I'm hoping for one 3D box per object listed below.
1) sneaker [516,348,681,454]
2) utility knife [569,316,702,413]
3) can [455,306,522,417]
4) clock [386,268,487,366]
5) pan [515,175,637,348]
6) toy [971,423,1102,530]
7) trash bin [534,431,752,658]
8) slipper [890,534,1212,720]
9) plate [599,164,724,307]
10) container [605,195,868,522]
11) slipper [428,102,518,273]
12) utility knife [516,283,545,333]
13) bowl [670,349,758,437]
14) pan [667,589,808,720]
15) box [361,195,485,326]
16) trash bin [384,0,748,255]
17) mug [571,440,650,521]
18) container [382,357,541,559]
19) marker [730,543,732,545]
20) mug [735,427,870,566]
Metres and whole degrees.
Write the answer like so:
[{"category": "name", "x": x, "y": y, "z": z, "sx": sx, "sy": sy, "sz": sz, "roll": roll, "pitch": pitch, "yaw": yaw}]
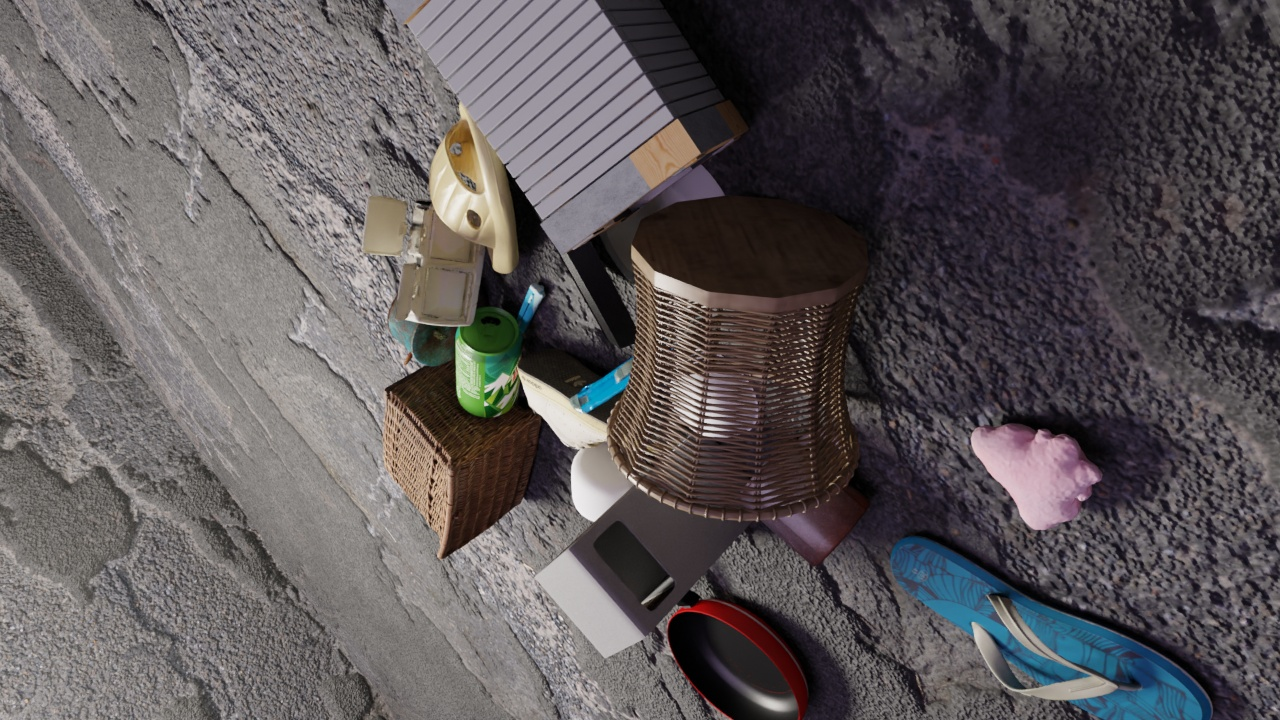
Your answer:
[{"category": "sneaker", "x": -0.056, "y": 0.072, "z": 1.097, "sx": 0.242, "sy": 0.088, "sz": 0.102, "roll": 27, "pitch": 129, "yaw": 36}, {"category": "utility knife", "x": -0.006, "y": 0.006, "z": 0.985, "sx": 0.196, "sy": 0.015, "sz": 0.031, "roll": -35, "pitch": 63, "yaw": 26}, {"category": "can", "x": -0.196, "y": 0.003, "z": 1.182, "sx": 0.083, "sy": 0.082, "sz": 0.144, "roll": 39, "pitch": 147, "yaw": 17}, {"category": "clock", "x": -0.254, "y": -0.067, "z": 1.168, "sx": 0.073, "sy": 0.121, "sz": 0.158, "roll": 38, "pitch": 136, "yaw": 25}, {"category": "pan", "x": -0.096, "y": -0.166, "z": 0.879, "sx": 0.356, "sy": 0.034, "sz": 0.225, "roll": 61, "pitch": 179, "yaw": -16}, {"category": "toy", "x": 0.323, "y": 0.088, "z": 0.742, "sx": 0.102, "sy": 0.050, "sz": 0.093, "roll": 51, "pitch": 147, "yaw": 5}, {"category": "trash bin", "x": 0.015, "y": 0.196, "z": 1.011, "sx": 0.114, "sy": 0.228, "sz": 0.115, "roll": 48, "pitch": 144, "yaw": 4}, {"category": "slipper", "x": 0.359, "y": 0.265, "z": 0.851, "sx": 0.295, "sy": 0.060, "sz": 0.118, "roll": 29, "pitch": 141, "yaw": 28}, {"category": "plate", "x": 0.017, "y": -0.129, "z": 0.910, "sx": 0.189, "sy": 0.016, "sz": 0.189, "roll": 28, "pitch": 138, "yaw": 28}, {"category": "container", "x": 0.084, "y": -0.012, "z": 0.781, "sx": 0.227, "sy": 0.226, "sz": 0.196, "roll": 25, "pitch": 129, "yaw": 32}, {"category": "slipper", "x": -0.177, "y": -0.165, "z": 0.968, "sx": 0.262, "sy": 0.079, "sz": 0.111, "roll": 97, "pitch": 152, "yaw": -69}, {"category": "utility knife", "x": -0.139, "y": -0.059, "z": 1.138, "sx": 0.022, "sy": 0.015, "sz": 0.118, "roll": 51, "pitch": 147, "yaw": 11}, {"category": "bowl", "x": 0.069, "y": 0.045, "z": 0.983, "sx": 0.110, "sy": 0.040, "sz": 0.110, "roll": 28, "pitch": 138, "yaw": 28}, {"category": "pan", "x": 0.085, "y": 0.342, "z": 1.199, "sx": 0.356, "sy": 0.067, "sz": 0.209, "roll": 56, "pitch": 143, "yaw": -6}, {"category": "box", "x": -0.241, "y": -0.109, "z": 1.040, "sx": 0.066, "sy": 0.185, "sz": 0.145, "roll": 11, "pitch": 98, "yaw": 17}, {"category": "trash bin", "x": -0.054, "y": -0.240, "z": 0.745, "sx": 0.143, "sy": 0.142, "sz": 0.247, "roll": -32, "pitch": 96, "yaw": 29}, {"category": "mug", "x": -0.028, "y": 0.150, "z": 1.142, "sx": 0.115, "sy": 0.094, "sz": 0.068, "roll": 3, "pitch": 130, "yaw": 0}, {"category": "container", "x": -0.270, "y": 0.127, "z": 1.321, "sx": 0.183, "sy": 0.161, "sz": 0.251, "roll": 42, "pitch": 142, "yaw": 19}, {"category": "marker", "x": 0.054, "y": 0.193, "z": 1.151, "sx": 0.152, "sy": 0.011, "sz": 0.011, "roll": 26, "pitch": 137, "yaw": 30}, {"category": "mug", "x": 0.173, "y": 0.129, "z": 0.919, "sx": 0.110, "sy": 0.096, "sz": 0.123, "roll": 39, "pitch": 112, "yaw": 7}]
